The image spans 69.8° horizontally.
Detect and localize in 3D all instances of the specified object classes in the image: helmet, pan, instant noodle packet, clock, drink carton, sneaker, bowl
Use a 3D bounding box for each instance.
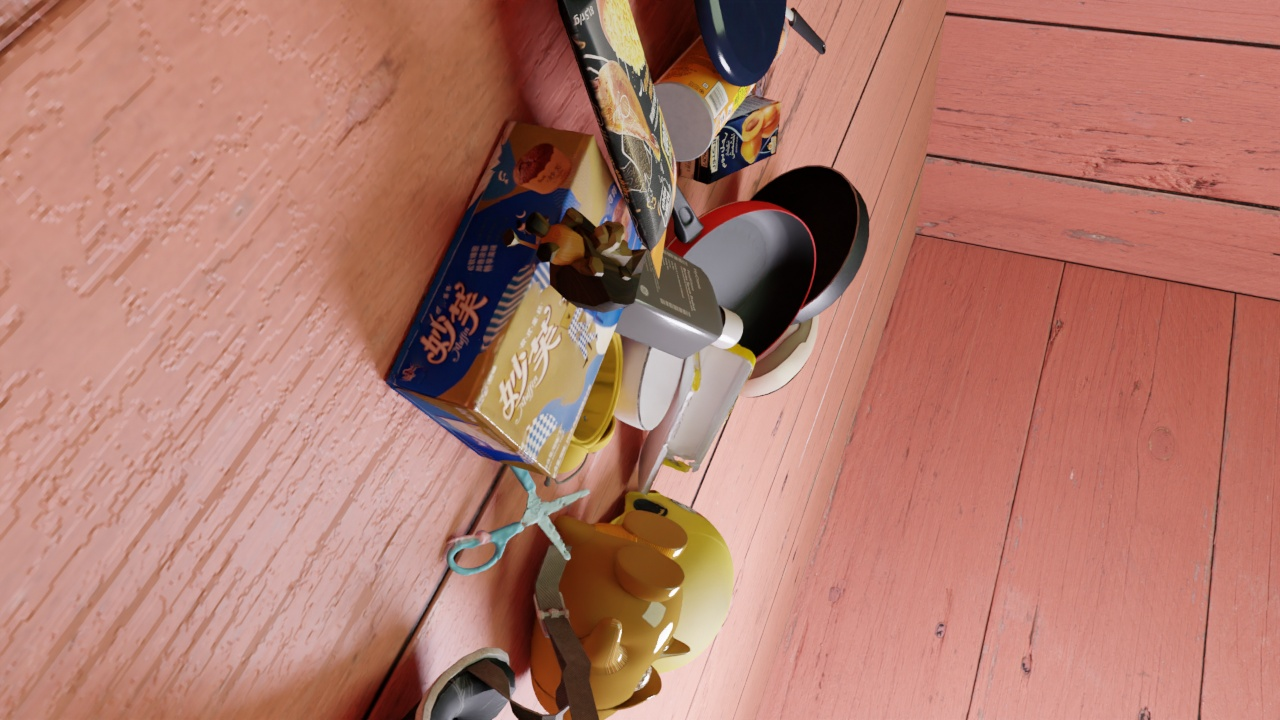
[{"bbox_3d":[-0.088,0.320,0.659,0.233,0.233,0.254,-2,116,-54],"label":"helmet"},{"bbox_3d":[0.062,-0.108,0.915,0.209,0.067,0.356,-41,139,0],"label":"pan"},{"bbox_3d":[-0.012,-0.193,0.660,0.159,0.032,0.221,-81,156,-52],"label":"instant noodle packet"},{"bbox_3d":[0.026,0.263,1.036,0.239,0.140,0.209,-4,107,-69],"label":"helmet"},{"bbox_3d":[-0.056,0.030,0.786,0.113,0.052,0.152,-30,126,-64],"label":"clock"},{"bbox_3d":[0.129,-0.344,0.870,0.355,0.021,0.199,-3,98,-63],"label":"pan"},{"bbox_3d":[0.096,-0.236,0.976,0.129,0.040,0.064,-32,134,-40],"label":"drink carton"},{"bbox_3d":[0.175,-0.087,1.230,0.116,0.112,0.292,53,47,-34],"label":"sneaker"},{"bbox_3d":[0.144,-0.071,1.112,0.044,0.204,0.356,26,99,-39],"label":"pan"},{"bbox_3d":[-0.005,0.005,0.883,0.113,0.063,0.113,15,89,-71],"label":"bowl"}]

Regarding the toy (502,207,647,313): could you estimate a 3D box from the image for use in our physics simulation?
[{"bbox_3d":[-0.040,-0.066,0.557,0.063,0.076,0.100,-38,149,27],"label":"toy"}]

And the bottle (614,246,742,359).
[{"bbox_3d":[0.028,-0.050,0.815,0.173,0.046,0.083,22,47,-45],"label":"bottle"}]

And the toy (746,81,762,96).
[{"bbox_3d":[0.120,-0.279,1.065,0.080,0.036,0.099,38,67,-67],"label":"toy"}]

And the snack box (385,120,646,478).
[{"bbox_3d":[-0.076,-0.038,0.651,0.155,0.069,0.202,58,50,-62],"label":"snack box"}]

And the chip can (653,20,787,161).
[{"bbox_3d":[0.073,-0.276,0.882,0.214,0.075,0.075,-57,153,-42],"label":"chip can"}]

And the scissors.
[{"bbox_3d":[-0.099,0.110,0.724,0.134,0.015,0.136,-20,103,-40],"label":"scissors"}]

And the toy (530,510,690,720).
[{"bbox_3d":[-0.032,0.256,0.869,0.198,0.162,0.204,-73,-177,-71],"label":"toy"}]

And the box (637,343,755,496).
[{"bbox_3d":[0.060,0.066,0.989,0.210,0.080,0.079,113,-18,-45],"label":"box"}]
